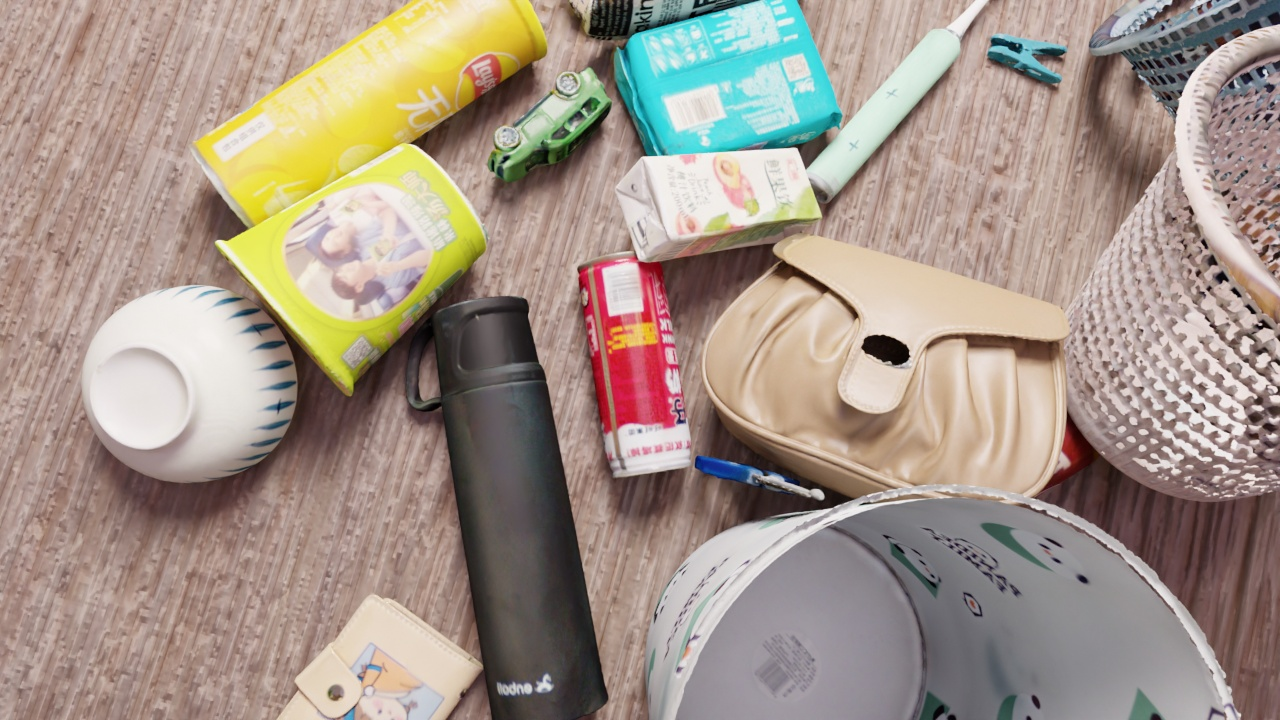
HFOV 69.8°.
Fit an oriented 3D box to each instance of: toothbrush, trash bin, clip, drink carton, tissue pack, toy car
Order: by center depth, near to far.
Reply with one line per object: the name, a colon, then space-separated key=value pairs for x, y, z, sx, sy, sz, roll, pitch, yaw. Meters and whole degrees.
trash bin: x=0.105 y=0.174 z=0.456 sx=0.229 sy=0.252 sz=0.229 roll=0 pitch=84 yaw=-5
trash bin: x=0.335 y=-0.025 z=0.483 sx=0.227 sy=0.192 sz=0.227 roll=3 pitch=62 yaw=-6
trash bin: x=0.430 y=-0.175 z=0.559 sx=0.226 sy=0.227 sz=0.195 roll=-36 pitch=101 yaw=-8
drink carton: x=0.049 y=-0.096 z=0.564 sx=0.122 sy=0.046 sz=0.053 roll=-12 pitch=78 yaw=-34
toy car: x=-0.058 y=-0.146 z=0.582 sx=0.091 sy=0.043 sz=0.036 roll=-40 pitch=89 yaw=-8
tissue pack: x=0.058 y=-0.176 z=0.592 sx=0.133 sy=0.050 sz=0.093 roll=-18 pitch=84 yaw=-7
toothbrush: x=0.186 y=-0.193 z=0.617 sx=0.027 sy=0.026 sz=0.224 roll=39 pitch=81 yaw=22
clip: x=0.267 y=-0.210 z=0.633 sx=0.056 sy=0.014 sz=0.039 roll=14 pitch=82 yaw=-3

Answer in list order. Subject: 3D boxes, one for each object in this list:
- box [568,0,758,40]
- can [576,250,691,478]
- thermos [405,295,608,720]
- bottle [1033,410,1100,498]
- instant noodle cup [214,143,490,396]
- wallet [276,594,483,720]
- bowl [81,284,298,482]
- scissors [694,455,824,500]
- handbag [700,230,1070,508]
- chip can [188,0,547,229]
box: x=0.030 y=-0.261 z=0.590 sx=0.162 sy=0.076 sz=0.088 roll=-21 pitch=83 yaw=-6
can: x=-0.003 y=0.003 z=0.564 sx=0.053 sy=0.053 sz=0.132 roll=-9 pitch=84 yaw=-6
thermos: x=-0.084 y=0.088 z=0.549 sx=0.090 sy=0.068 sz=0.242 roll=-15 pitch=82 yaw=25
bottle: x=0.231 y=0.063 z=0.577 sx=0.174 sy=0.057 sz=0.057 roll=-29 pitch=87 yaw=-8
instant noodle cup: x=-0.159 y=-0.060 z=0.537 sx=0.123 sy=0.112 sz=0.111 roll=-41 pitch=89 yaw=-16
wallet: x=-0.162 y=0.205 z=0.545 sx=0.087 sy=0.024 sz=0.115 roll=37 pitch=83 yaw=-5
bowl: x=-0.264 y=0.016 z=0.520 sx=0.116 sy=0.066 sz=0.116 roll=1 pitch=96 yaw=6
scissors: x=0.060 y=0.064 z=0.505 sx=0.108 sy=0.174 sz=0.012 roll=13 pitch=85 yaw=19
handbag: x=0.142 y=0.006 z=0.533 sx=0.205 sy=0.100 sz=0.147 roll=20 pitch=73 yaw=19
chip can: x=-0.162 y=-0.161 z=0.559 sx=0.213 sy=0.072 sz=0.072 roll=-37 pitch=88 yaw=-8
